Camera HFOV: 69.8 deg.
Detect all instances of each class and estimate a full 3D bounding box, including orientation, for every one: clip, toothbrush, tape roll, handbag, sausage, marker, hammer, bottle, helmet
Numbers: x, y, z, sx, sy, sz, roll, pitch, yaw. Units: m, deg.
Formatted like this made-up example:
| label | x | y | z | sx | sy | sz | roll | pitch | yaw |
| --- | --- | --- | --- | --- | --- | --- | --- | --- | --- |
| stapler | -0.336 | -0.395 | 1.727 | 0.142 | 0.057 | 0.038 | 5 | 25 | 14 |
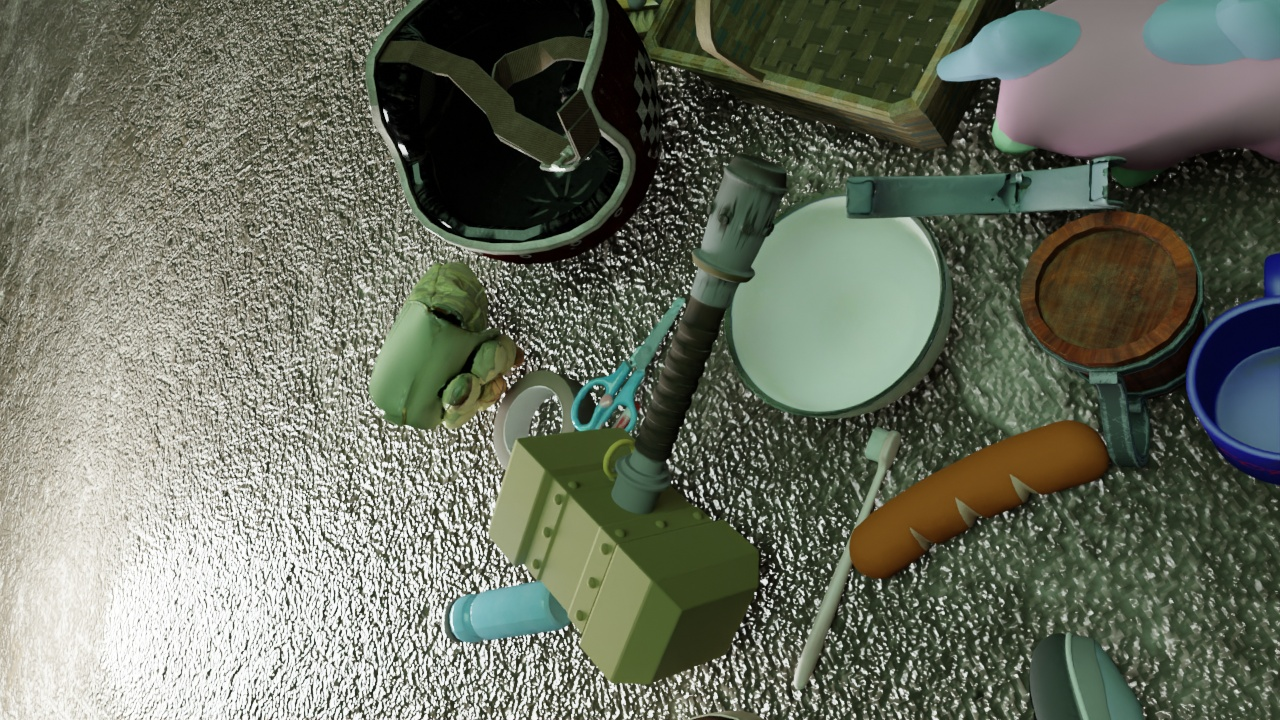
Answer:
| label | x | y | z | sx | sy | sz | roll | pitch | yaw |
| --- | --- | --- | --- | --- | --- | --- | --- | --- | --- |
| clip | 0.215 | -0.093 | 0.499 | 0.165 | 0.168 | 0.031 | 17 | 112 | 63 |
| toothbrush | 0.133 | 0.130 | 0.605 | 0.018 | 0.015 | 0.181 | 18 | 87 | 46 |
| tape roll | -0.081 | 0.057 | 0.782 | 0.094 | 0.030 | 0.093 | -13 | 69 | 34 |
| handbag | -0.162 | -0.013 | 0.816 | 0.113 | 0.117 | 0.186 | -59 | 13 | 18 |
| sausage | 0.198 | 0.083 | 0.554 | 0.165 | 0.039 | 0.044 | -34 | 58 | 24 |
| marker | -0.045 | 0.090 | 0.756 | 0.142 | 0.012 | 0.013 | -52 | 52 | 12 |
| hammer | 0.021 | 0.025 | 0.602 | 0.190 | 0.100 | 0.325 | 39 | 120 | 38 |
| bottle | -0.114 | 0.207 | 0.753 | 0.130 | 0.040 | 0.040 | -19 | 65 | 32 |
| helmet | -0.090 | -0.194 | 0.724 | 0.234 | 0.254 | 0.233 | 6 | 63 | 19 |

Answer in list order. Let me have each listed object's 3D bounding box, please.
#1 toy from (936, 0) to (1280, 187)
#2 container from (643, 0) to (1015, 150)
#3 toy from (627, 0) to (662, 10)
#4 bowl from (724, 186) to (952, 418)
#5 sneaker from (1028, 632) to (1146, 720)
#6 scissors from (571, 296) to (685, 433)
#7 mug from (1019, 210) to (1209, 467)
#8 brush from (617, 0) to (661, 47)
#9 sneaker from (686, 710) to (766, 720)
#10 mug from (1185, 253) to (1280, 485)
| label | x | y | z | sx | sy | sz | roll | pitch | yaw |
| --- | --- | --- | --- | --- | --- | --- | --- | --- | --- |
| toy | 0.280 | -0.154 | 0.482 | 0.222 | 0.171 | 0.120 | 14 | 84 | 6 |
| container | 0.114 | -0.254 | 0.629 | 0.250 | 0.186 | 0.157 | 30 | 94 | 39 |
| toy | -0.001 | -0.301 | 0.724 | 0.030 | 0.049 | 0.111 | -51 | 12 | 33 |
| bowl | 0.138 | -0.031 | 0.614 | 0.154 | 0.072 | 0.153 | -13 | 68 | 33 |
| sneaker | 0.296 | 0.231 | 0.411 | 0.161 | 0.093 | 0.256 | -27 | 59 | 18 |
| scissors | -0.004 | 0.004 | 0.738 | 0.055 | 0.015 | 0.136 | 32 | 88 | 21 |
| mug | 0.258 | -0.005 | 0.490 | 0.082 | 0.111 | 0.117 | -1 | 75 | 37 |
| brush | -0.026 | -0.299 | 0.834 | 0.196 | 0.059 | 0.043 | 3 | 84 | 36 |
| sneaker | -0.041 | 0.321 | 0.612 | 0.295 | 0.116 | 0.111 | -30 | 60 | 27 |
| mug | 0.322 | 0.002 | 0.456 | 0.079 | 0.083 | 0.111 | -2 | 75 | 37 |
